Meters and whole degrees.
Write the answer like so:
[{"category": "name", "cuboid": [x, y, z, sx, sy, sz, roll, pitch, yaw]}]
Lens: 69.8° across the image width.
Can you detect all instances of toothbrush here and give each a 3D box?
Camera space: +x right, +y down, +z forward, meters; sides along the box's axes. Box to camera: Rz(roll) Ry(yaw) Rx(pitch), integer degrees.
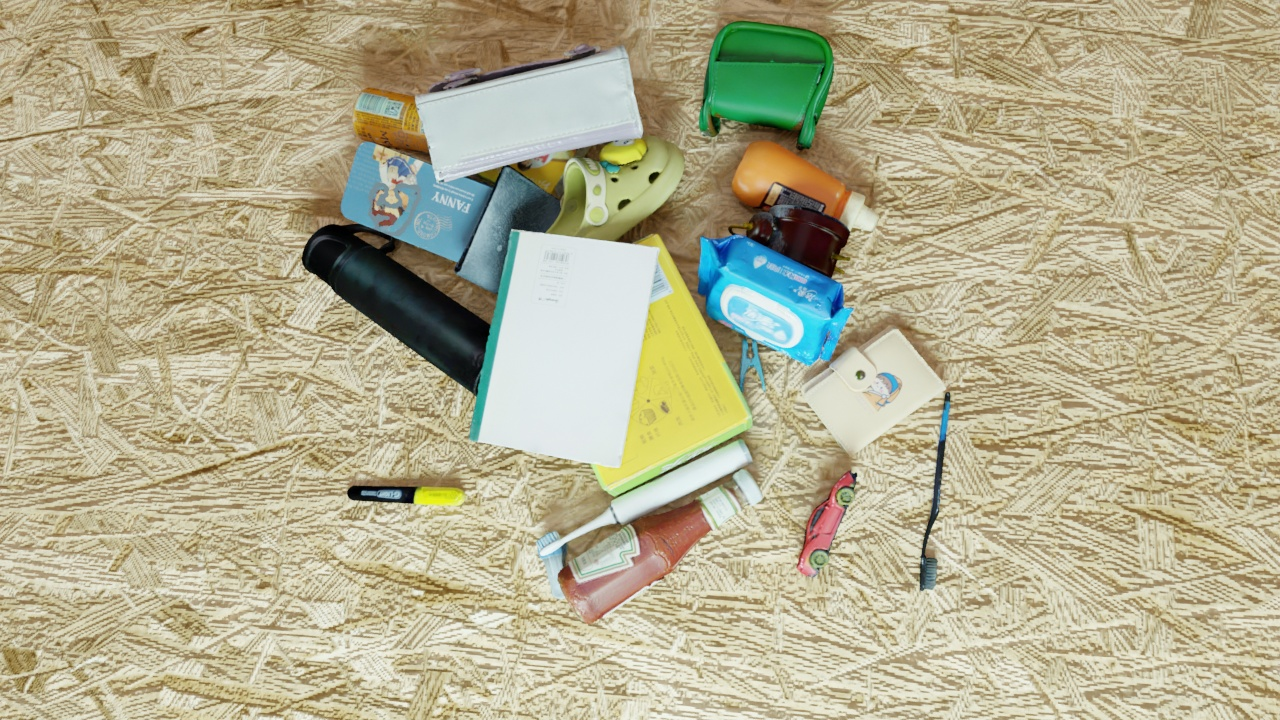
[{"category": "toothbrush", "cuboid": [0.279, 0.121, 0.858, 0.016, 0.014, 0.189, 10, 78, 9]}, {"category": "toothbrush", "cuboid": [0.003, 0.133, 0.875, 0.221, 0.027, 0.026, -25, 63, -4]}]

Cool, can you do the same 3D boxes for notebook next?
[{"category": "notebook", "cuboid": [-0.072, -0.015, 0.861, 0.150, 0.012, 0.209, 9, 83, 13]}]

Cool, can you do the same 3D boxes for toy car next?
[{"category": "toy car", "cuboid": [0.172, 0.149, 0.848, 0.031, 0.049, 0.106, 25, 83, 11]}]

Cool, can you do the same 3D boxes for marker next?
[{"category": "marker", "cuboid": [-0.238, 0.135, 0.925, 0.124, 0.015, 0.018, 1, 74, 9]}]

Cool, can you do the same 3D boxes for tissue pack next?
[{"category": "tissue pack", "cuboid": [0.120, -0.057, 0.877, 0.157, 0.095, 0.052, 28, 62, 13]}]

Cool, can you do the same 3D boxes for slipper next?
[{"category": "slipper", "cuboid": [-0.039, -0.166, 0.914, 0.190, 0.081, 0.092, -44, 35, -10]}]

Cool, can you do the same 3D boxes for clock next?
[{"category": "clock", "cuboid": [0.145, -0.116, 0.897, 0.122, 0.082, 0.055, 17, 86, 9]}]

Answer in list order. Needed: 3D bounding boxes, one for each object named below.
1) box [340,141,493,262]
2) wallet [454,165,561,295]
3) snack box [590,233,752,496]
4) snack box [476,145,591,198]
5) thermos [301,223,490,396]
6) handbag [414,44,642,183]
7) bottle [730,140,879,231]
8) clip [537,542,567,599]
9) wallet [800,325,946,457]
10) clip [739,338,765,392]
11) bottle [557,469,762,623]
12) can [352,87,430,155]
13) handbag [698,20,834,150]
[{"category": "box", "cuboid": [-0.216, -0.160, 0.958, 0.184, 0.059, 0.090, 20, 100, 15]}, {"category": "wallet", "cuboid": [-0.126, -0.123, 0.927, 0.019, 0.097, 0.120, 18, 83, 43]}, {"category": "snack box", "cuboid": [-0.005, 0.005, 0.895, 0.158, 0.070, 0.210, -27, 75, 2]}, {"category": "snack box", "cuboid": [-0.103, -0.235, 0.984, 0.087, 0.034, 0.140, 28, 84, 12]}, {"category": "thermos", "cuboid": [-0.232, -0.063, 0.947, 0.242, 0.069, 0.089, 35, 64, 14]}, {"category": "handbag", "cuboid": [-0.106, -0.240, 0.884, 0.197, 0.145, 0.098, -13, 103, -4]}, {"category": "bottle", "cuboid": [0.168, -0.166, 0.919, 0.149, 0.067, 0.066, 25, 81, 5]}, {"category": "clip", "cuboid": [-0.081, 0.203, 0.887, 0.027, 0.045, 0.058, -13, 81, 3]}, {"category": "wallet", "cuboid": [0.221, 0.026, 0.883, 0.115, 0.024, 0.087, -36, 74, 0]}, {"category": "clip", "cuboid": [0.109, 0.005, 0.908, 0.039, 0.013, 0.055, -5, 76, 6]}, {"category": "bottle", "cuboid": [0.021, 0.170, 0.861, 0.206, 0.060, 0.059, -31, 75, -5]}, {"category": "can", "cuboid": [-0.234, -0.253, 0.993, 0.146, 0.058, 0.058, 15, 79, 11]}, {"category": "handbag", "cuboid": [0.129, -0.282, 0.950, 0.131, 0.068, 0.120, 13, 86, 9]}]
